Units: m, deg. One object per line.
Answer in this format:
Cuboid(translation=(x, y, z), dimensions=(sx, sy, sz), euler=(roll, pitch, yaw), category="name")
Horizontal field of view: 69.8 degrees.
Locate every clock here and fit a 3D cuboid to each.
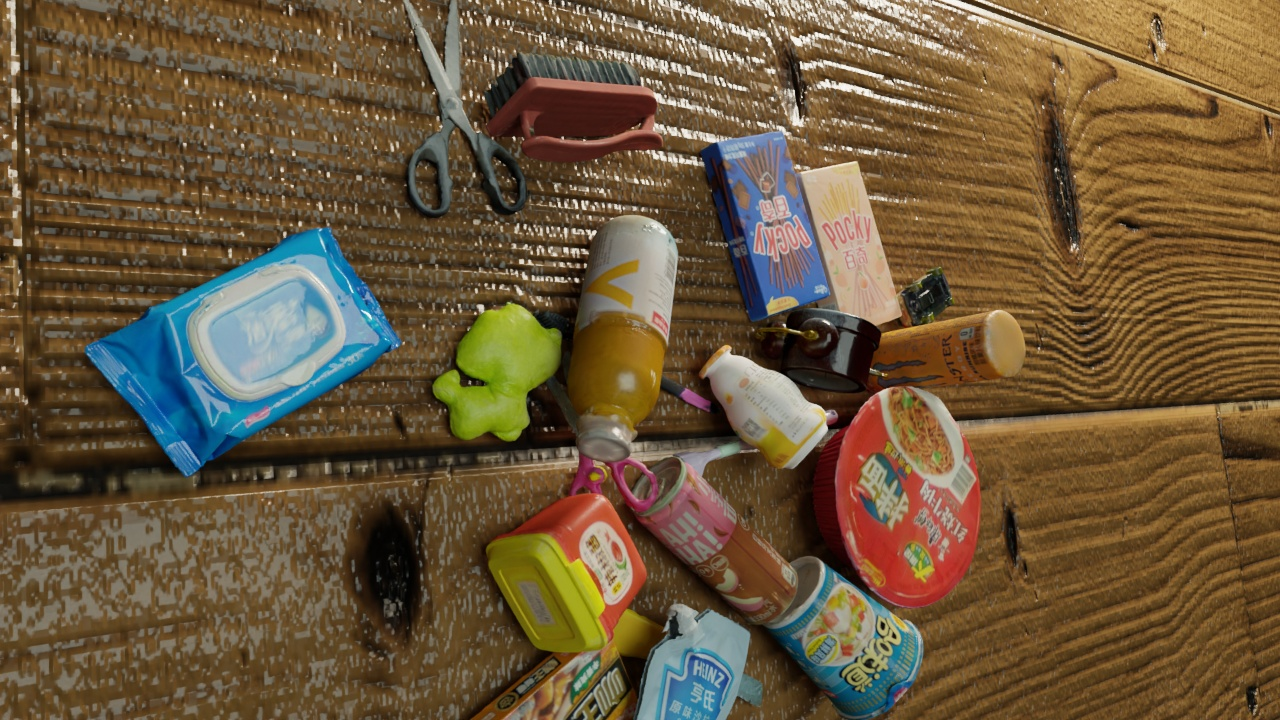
Cuboid(translation=(0.153, -0.011, 0.790), dimensions=(0.121, 0.082, 0.055), euler=(22, 77, -33), category="clock")

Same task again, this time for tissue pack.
Cuboid(translation=(-0.226, -0.010, 0.541), dimensions=(0.156, 0.052, 0.095), euler=(-37, 103, -33), category="tissue pack")

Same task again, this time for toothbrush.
Cuboid(translation=(0.105, 0.068, 0.781), dimensions=(0.188, 0.021, 0.029), euler=(-13, 58, -37), category="toothbrush")
Cuboid(translation=(-0.004, 0.004, 0.717), dimensions=(0.189, 0.018, 0.014), euler=(28, 61, -30), category="toothbrush")

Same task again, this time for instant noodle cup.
Cuboid(translation=(0.223, 0.122, 0.827), dimensions=(0.193, 0.066, 0.193), euler=(6, 80, -33), category="instant noodle cup")
Cuboid(translation=(0.158, 0.220, 0.753), dimensions=(0.110, 0.099, 0.099), euler=(44, 60, -13), category="instant noodle cup")

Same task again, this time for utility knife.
Cuboid(translation=(0.028, 0.227, 0.703), dimensions=(0.193, 0.015, 0.033), euler=(34, 85, -26), category="utility knife")

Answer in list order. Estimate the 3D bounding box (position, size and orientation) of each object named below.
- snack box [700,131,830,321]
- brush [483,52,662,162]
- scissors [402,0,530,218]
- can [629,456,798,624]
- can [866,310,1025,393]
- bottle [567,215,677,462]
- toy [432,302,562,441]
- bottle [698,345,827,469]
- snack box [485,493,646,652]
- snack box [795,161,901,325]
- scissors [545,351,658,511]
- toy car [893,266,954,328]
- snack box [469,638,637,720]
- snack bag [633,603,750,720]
Cuboid(translation=(0.112, -0.120, 0.811), dimensions=(0.084, 0.026, 0.157), euler=(-19, 93, -36), category="snack box")
Cuboid(translation=(-0.041, -0.184, 0.688), dimensions=(0.145, 0.063, 0.069), euler=(-14, 78, -45), category="brush")
Cuboid(translation=(-0.134, -0.177, 0.657), dimensions=(0.159, 0.014, 0.170), euler=(41, 61, -22), category="scissors")
Cuboid(translation=(0.058, 0.141, 0.712), dimensions=(0.147, 0.058, 0.057), euler=(46, 60, -21), category="can")
Cuboid(translation=(0.267, -0.005, 0.827), dimensions=(0.058, 0.146, 0.058), euler=(6, 79, -34), category="can")
Cuboid(translation=(-0.014, -0.018, 0.657), dimensions=(0.068, 0.068, 0.189), euler=(28, 52, -28), category="bottle")
Cuboid(translation=(-0.098, 0.006, 0.641), dimensions=(0.096, 0.031, 0.100), euler=(4, 80, -32), category="toy")
Cuboid(translation=(0.097, 0.035, 0.742), dimensions=(0.108, 0.063, 0.063), euler=(44, 56, 11), category="bottle")
Cuboid(translation=(-0.048, 0.143, 0.630), dimensions=(0.079, 0.082, 0.091), euler=(-39, 106, -47), category="snack box")
Cuboid(translation=(0.191, -0.104, 0.864), dimensions=(0.084, 0.026, 0.157), euler=(-19, 94, -36), category="snack box")
Cuboid(translation=(-0.030, 0.053, 0.668), dimensions=(0.017, 0.077, 0.137), euler=(-2, 78, -77), category="scissors")
Cuboid(translation=(0.282, -0.063, 0.916), dimensions=(0.090, 0.035, 0.042), euler=(-29, 101, -41), category="toy car")
Cuboid(translation=(-0.070, 0.253, 0.616), dimensions=(0.153, 0.026, 0.075), euler=(-33, 112, -34), category="snack box")
Cuboid(translation=(0.020, 0.271, 0.658), dimensions=(0.110, 0.039, 0.190), euler=(37, 71, -33), category="snack bag")
